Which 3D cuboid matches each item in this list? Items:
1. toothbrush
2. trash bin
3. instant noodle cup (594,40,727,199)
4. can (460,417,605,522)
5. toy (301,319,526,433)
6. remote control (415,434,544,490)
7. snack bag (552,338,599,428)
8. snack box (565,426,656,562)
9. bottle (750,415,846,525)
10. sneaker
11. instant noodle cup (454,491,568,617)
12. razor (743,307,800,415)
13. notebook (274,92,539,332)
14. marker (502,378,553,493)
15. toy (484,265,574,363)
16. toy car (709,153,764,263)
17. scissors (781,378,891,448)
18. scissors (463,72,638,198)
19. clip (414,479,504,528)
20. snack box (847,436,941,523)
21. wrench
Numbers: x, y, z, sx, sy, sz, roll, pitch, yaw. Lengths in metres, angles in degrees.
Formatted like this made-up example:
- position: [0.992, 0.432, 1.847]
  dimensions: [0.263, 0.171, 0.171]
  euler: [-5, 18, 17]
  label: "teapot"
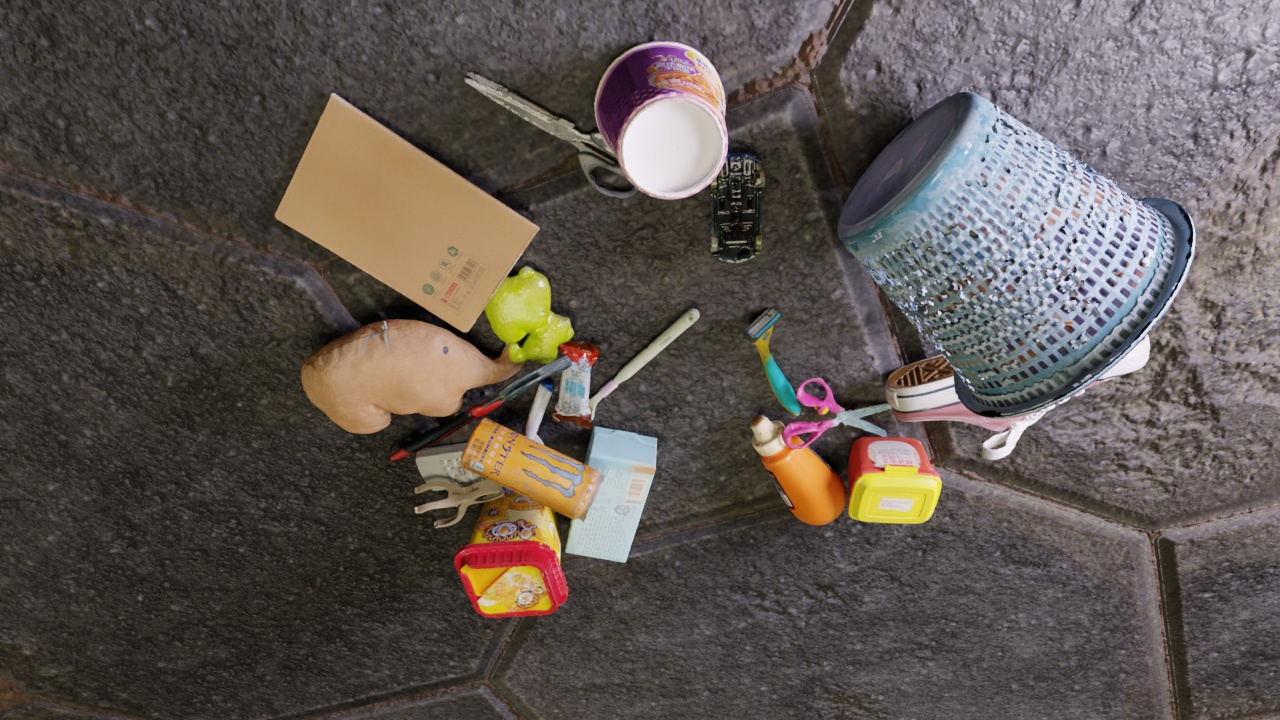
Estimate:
- position: [-0.006, 0.006, 0.947]
  dimensions: [0.029, 0.020, 0.190]
  euler: [48, 120, -2]
  label: "toothbrush"
- position: [0.279, -0.099, 0.741]
  dimensions: [0.195, 0.226, 0.227]
  euler: [38, 122, -11]
  label: "trash bin"
- position: [0.021, -0.185, 0.728]
  dimensions: [0.111, 0.099, 0.112]
  euler: [-3, 123, -5]
  label: "instant noodle cup"
- position: [-0.114, 0.116, 0.970]
  dimensions: [0.146, 0.058, 0.058]
  euler: [25, 127, -2]
  label: "can"
- position: [-0.230, 0.010, 0.928]
  dimensions: [0.226, 0.082, 0.143]
  euler: [-13, 148, 10]
  label: "toy"
- position: [-0.179, 0.118, 1.048]
  dimensions: [0.150, 0.021, 0.058]
  euler: [-9, 129, 11]
  label: "remote control"
- position: [-0.067, 0.025, 0.952]
  dimensions: [0.045, 0.026, 0.105]
  euler: [11, 121, 4]
  label: "snack bag"
- position: [-0.035, 0.157, 1.054]
  dimensions: [0.074, 0.051, 0.175]
  euler: [12, 128, -5]
  label: "snack box"
- position: [0.167, 0.115, 1.008]
  dimensions: [0.067, 0.066, 0.149]
  euler: [-29, 115, 24]
  label: "bottle"
- position: [0.367, 0.028, 0.896]
  dimensions: [0.241, 0.118, 0.088]
  euler: [-16, 110, 22]
  label: "sneaker"
- position: [-0.143, 0.216, 1.062]
  dimensions: [0.116, 0.123, 0.116]
  euler: [-5, 129, 7]
  label: "instant noodle cup"
- position: [0.139, 0.008, 0.937]
  dimensions: [0.028, 0.043, 0.132]
  euler: [22, 149, 46]
  label: "razor"
- position: [-0.215, -0.127, 0.838]
  dimensions: [0.207, 0.008, 0.148]
  euler: [32, 125, -13]
  label: "notebook"
- position: [-0.123, 0.084, 1.000]
  dimensions: [0.017, 0.016, 0.146]
  euler: [17, 115, -12]
  label: "marker"
- position: [-0.113, -0.041, 0.902]
  dimensions: [0.100, 0.031, 0.097]
  euler: [30, 111, -21]
  label: "toy"
- position: [0.085, -0.136, 0.818]
  dimensions: [0.049, 0.031, 0.106]
  euler: [-1, 128, 4]
  label: "toy car"
- position: [0.208, 0.067, 0.972]
  dimensions: [0.135, 0.017, 0.108]
  euler: [23, 108, -26]
  label: "scissors"
- position: [-0.063, -0.205, 0.782]
  dimensions: [0.133, 0.014, 0.175]
  euler: [-20, 122, 17]
  label: "scissors"
- position: [-0.215, 0.154, 1.043]
  dimensions: [0.102, 0.035, 0.095]
  euler: [-31, 139, 31]
  label: "clip"
- position: [0.271, 0.126, 0.996]
  dimensions: [0.091, 0.080, 0.082]
  euler: [2, 131, 1]
  label: "snack box"
- position: [-0.177, 0.056, 0.967]
  dimensions: [0.274, 0.056, 0.016]
  euler: [-28, 86, 32]
  label: "wrench"
